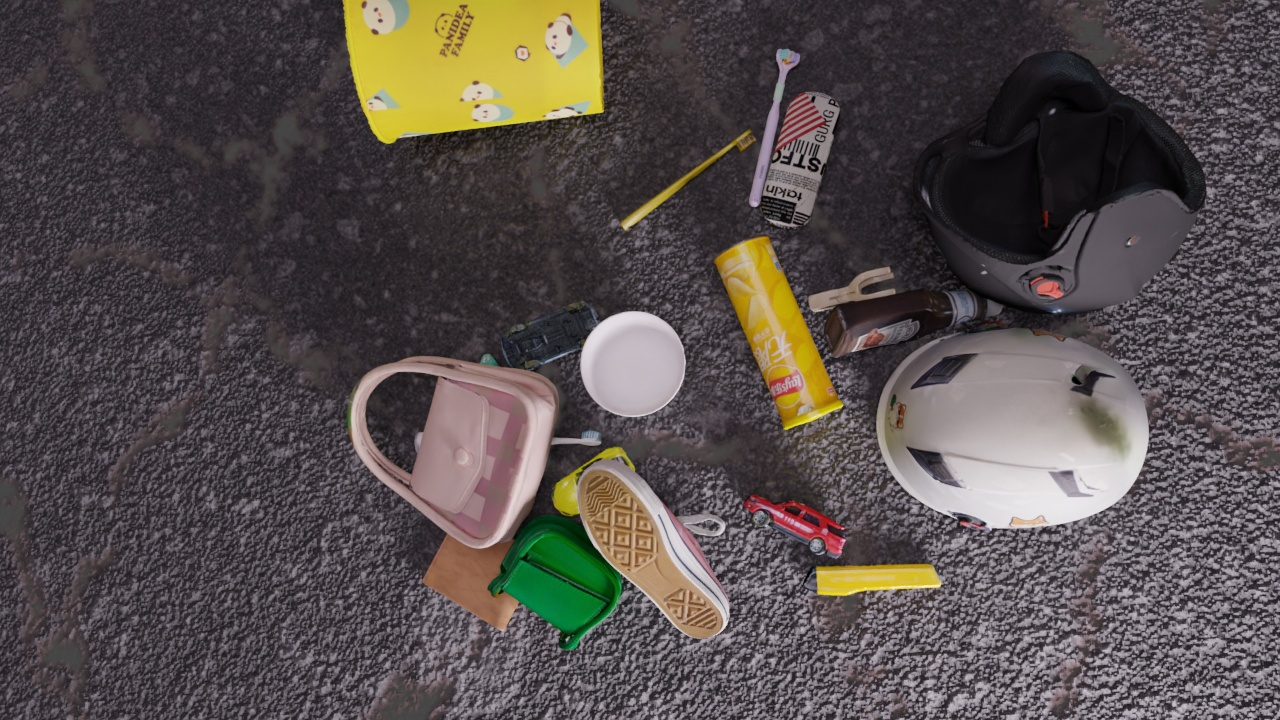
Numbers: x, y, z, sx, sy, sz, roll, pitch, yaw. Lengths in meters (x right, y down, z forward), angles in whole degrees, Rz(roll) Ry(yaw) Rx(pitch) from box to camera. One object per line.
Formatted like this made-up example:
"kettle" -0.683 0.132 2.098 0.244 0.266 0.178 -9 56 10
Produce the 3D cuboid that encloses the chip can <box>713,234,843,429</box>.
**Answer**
"chip can" 0.154 -0.032 1.037 0.072 0.072 0.213 -23 82 3

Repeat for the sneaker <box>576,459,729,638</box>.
"sneaker" 0.020 0.199 1.025 0.118 0.087 0.241 -32 104 25

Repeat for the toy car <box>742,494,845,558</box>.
"toy car" 0.172 0.181 1.027 0.120 0.053 0.045 23 86 5

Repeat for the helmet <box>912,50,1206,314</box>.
"helmet" 0.419 -0.157 0.942 0.275 0.230 0.233 -10 51 7

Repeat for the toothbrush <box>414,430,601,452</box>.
"toothbrush" -0.155 0.095 1.080 0.221 0.027 0.026 -2 59 6

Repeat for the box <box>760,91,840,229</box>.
"box" 0.185 -0.233 1.062 0.069 0.052 0.164 12 87 25

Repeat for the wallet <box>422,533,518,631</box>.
"wallet" -0.185 0.244 1.075 0.115 0.020 0.101 29 88 9

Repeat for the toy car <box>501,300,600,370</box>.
"toy car" -0.105 -0.028 1.081 0.120 0.037 0.054 -23 82 -6

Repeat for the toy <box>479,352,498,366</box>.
"toy" -0.179 0.039 1.088 0.096 0.030 0.092 -30 78 10

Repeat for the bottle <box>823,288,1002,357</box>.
"bottle" 0.305 -0.050 1.019 0.194 0.080 0.044 -11 65 -8

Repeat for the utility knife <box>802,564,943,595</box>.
"utility knife" 0.260 0.246 1.030 0.156 0.015 0.033 -2 91 5

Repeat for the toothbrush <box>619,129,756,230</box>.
"toothbrush" 0.056 -0.212 1.089 0.190 0.015 0.016 -35 89 2

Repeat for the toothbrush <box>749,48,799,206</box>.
"toothbrush" 0.155 -0.273 1.082 0.029 0.021 0.189 13 89 -4

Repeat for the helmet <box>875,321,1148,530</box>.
"helmet" 0.397 0.069 0.960 0.274 0.157 0.230 7 85 6

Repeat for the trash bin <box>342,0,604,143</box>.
"trash bin" -0.173 -0.366 1.031 0.255 0.229 0.229 -2 85 0

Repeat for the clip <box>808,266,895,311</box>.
"clip" 0.246 -0.079 1.035 0.102 0.095 0.035 -9 84 -6

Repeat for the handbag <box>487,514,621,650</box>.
"handbag" -0.093 0.247 1.033 0.131 0.068 0.120 38 96 -7

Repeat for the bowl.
"bowl" -0.006 0.006 1.053 0.118 0.065 0.118 0 85 5

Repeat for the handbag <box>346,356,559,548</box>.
"handbag" -0.220 0.085 1.035 0.234 0.093 0.193 20 103 8

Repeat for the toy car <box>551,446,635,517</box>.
"toy car" -0.056 0.141 1.064 0.105 0.032 0.048 -34 83 4
